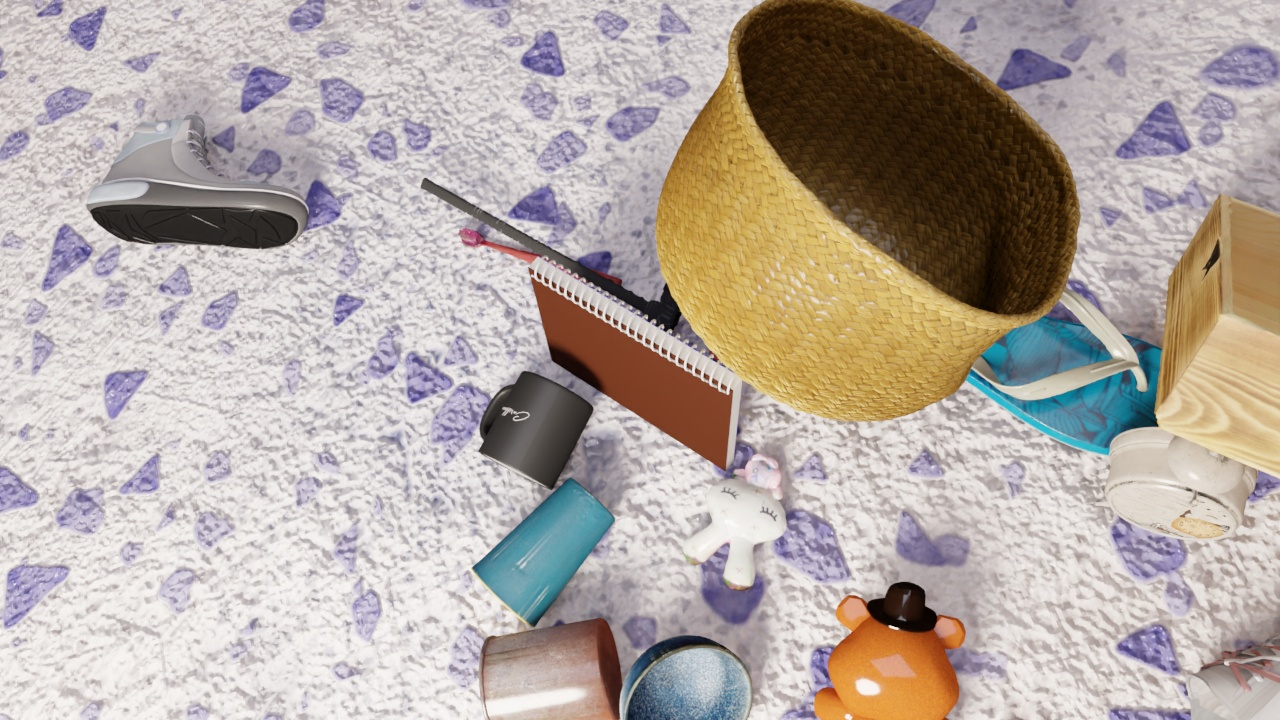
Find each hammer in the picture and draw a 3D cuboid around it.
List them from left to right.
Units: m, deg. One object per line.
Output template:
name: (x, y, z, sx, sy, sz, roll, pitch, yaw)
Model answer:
hammer: (-0.102, -0.107, 0.935, 0.325, 0.015, 0.095, 30, 106, 18)

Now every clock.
clock: (0.421, 0.094, 0.710, 0.103, 0.157, 0.061, 20, 66, 17)

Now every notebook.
notebook: (-0.005, 0.005, 0.818, 0.209, 0.172, 0.022, 32, 66, 19)

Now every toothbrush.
toothbrush: (-0.107, -0.106, 0.957, 0.190, 0.016, 0.016, 19, 79, 17)

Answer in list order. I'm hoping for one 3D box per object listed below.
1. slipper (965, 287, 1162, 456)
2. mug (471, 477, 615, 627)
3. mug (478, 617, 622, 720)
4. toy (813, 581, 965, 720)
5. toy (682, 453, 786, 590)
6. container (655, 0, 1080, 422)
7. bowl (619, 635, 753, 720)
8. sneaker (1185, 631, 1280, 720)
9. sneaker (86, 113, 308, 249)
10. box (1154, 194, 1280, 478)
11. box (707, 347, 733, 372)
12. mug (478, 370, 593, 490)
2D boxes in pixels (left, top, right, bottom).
slipper: (0.349, -0.008, 0.810, 0.295, 0.060, 0.118, 30, 84, 21)
mug: (-0.083, 0.170, 0.834, 0.078, 0.078, 0.121, 39, 78, 20)
mug: (-0.071, 0.289, 0.789, 0.110, 0.096, 0.123, -11, 101, 11)
toy: (0.199, 0.265, 0.733, 0.112, 0.096, 0.176, 12, 103, 15)
toy: (0.090, 0.141, 0.825, 0.079, 0.038, 0.122, 22, 75, 24)
container: (0.161, -0.110, 0.724, 0.306, 0.197, 0.306, 15, 51, -19)
bowl: (0.031, 0.276, 0.772, 0.114, 0.061, 0.114, -5, 106, -19)
sneaker: (0.467, 0.246, 0.682, 0.089, 0.099, 0.236, 33, 82, 5)
sneaker: (-0.484, -0.212, 1.038, 0.257, 0.093, 0.160, 1, 64, 10)
box: (0.567, -0.082, 0.597, 0.286, 0.337, 0.278, 27, 35, 16)
box: (0.108, -0.096, 0.894, 0.118, 0.051, 0.205, -11, 71, 9)
mug: (-0.110, 0.062, 0.877, 0.114, 0.078, 0.088, 16, 74, 43)
